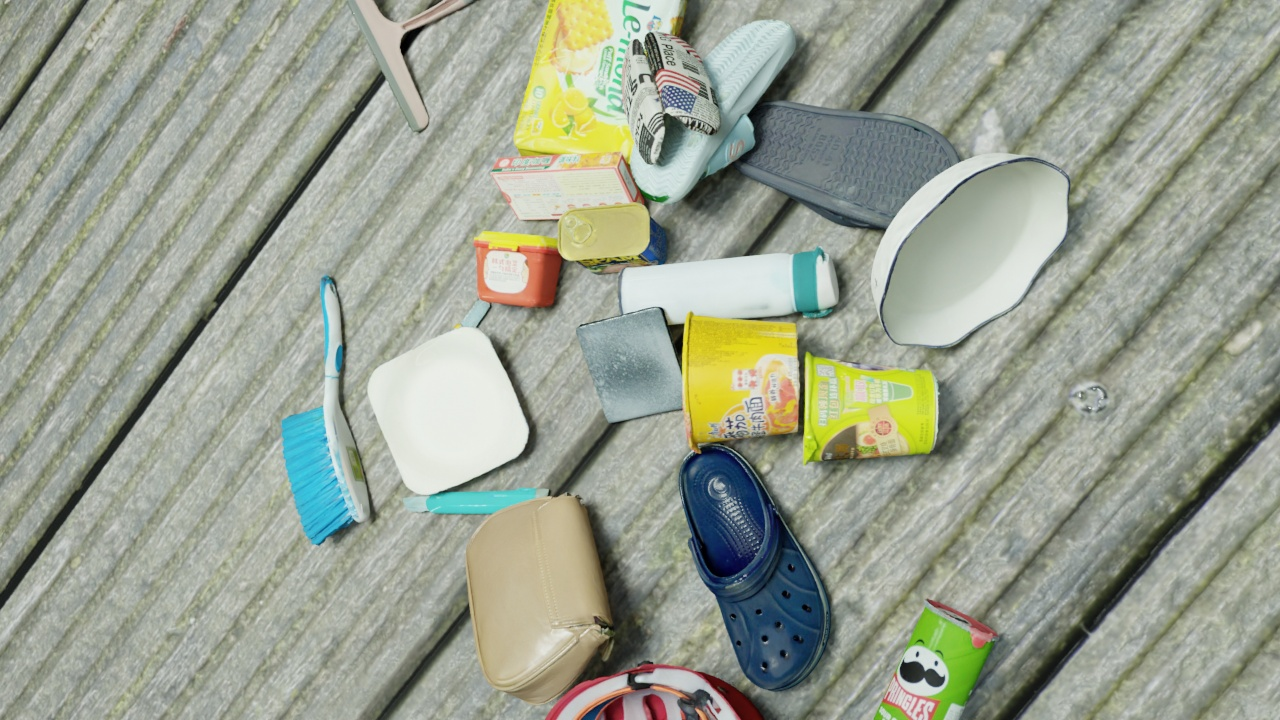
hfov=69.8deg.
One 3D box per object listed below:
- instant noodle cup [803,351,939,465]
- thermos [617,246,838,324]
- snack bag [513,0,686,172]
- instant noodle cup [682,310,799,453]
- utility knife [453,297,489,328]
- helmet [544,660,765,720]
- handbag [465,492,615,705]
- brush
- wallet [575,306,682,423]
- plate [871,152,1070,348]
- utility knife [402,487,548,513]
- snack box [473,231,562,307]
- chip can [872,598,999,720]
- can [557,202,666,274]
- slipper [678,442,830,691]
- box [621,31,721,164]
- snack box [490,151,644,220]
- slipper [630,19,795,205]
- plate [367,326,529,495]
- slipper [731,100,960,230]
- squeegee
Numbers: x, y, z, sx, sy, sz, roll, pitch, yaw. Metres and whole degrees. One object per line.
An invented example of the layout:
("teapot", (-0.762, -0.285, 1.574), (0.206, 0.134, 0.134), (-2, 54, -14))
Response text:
("instant noodle cup", (0.221, 0.048, 0.888), (0.123, 0.111, 0.111), (1, 83, 10))
("thermos", (0.092, -0.072, 0.961), (0.224, 0.073, 0.073), (-4, 82, 16))
("snack bag", (-0.040, -0.323, 1.031), (0.158, 0.068, 0.246), (13, 87, 19))
("instant noodle cup", (0.102, 0.018, 0.916), (0.110, 0.138, 0.138), (0, 83, 8))
("utility knife", (-0.237, 0.003, 1.078), (0.033, 0.015, 0.202), (37, 94, 15))
("helmet", (0.029, 0.397, 0.884), (0.241, 0.143, 0.206), (-3, 75, 34))
("handbag", (-0.101, 0.241, 0.945), (0.148, 0.100, 0.204), (-32, 46, 16))
("brush", (-0.381, 0.055, 1.101), (0.109, 0.060, 0.314), (-23, 75, 8))
("wallet", (-0.006, 0.006, 0.977), (0.097, 0.019, 0.121), (-13, 112, 14))
("plate", (0.297, -0.102, 0.841), (0.205, 0.205, 0.045), (-41, 47, 8))
("utility knife", (-0.189, 0.160, 1.045), (0.183, 0.013, 0.029), (-3, 79, 16))
("snack box", (-0.138, -0.101, 1.029), (0.091, 0.082, 0.080), (8, 95, 19))
("chip can", (0.252, 0.345, 0.855), (0.072, 0.072, 0.236), (24, 91, 18))
("can", (-0.027, -0.129, 0.994), (0.102, 0.083, 0.057), (-3, 82, 17))
("slipper", (0.108, 0.198, 0.909), (0.105, 0.095, 0.252), (-25, 73, 15))
("box", (0.029, -0.266, 0.918), (0.086, 0.076, 0.162), (-2, 48, -9))
("snack box", (-0.081, -0.191, 1.012), (0.156, 0.077, 0.027), (3, 57, 24))
("slipper", (0.081, -0.257, 0.962), (0.104, 0.074, 0.245), (25, 73, 44))
("plate", (-0.216, 0.057, 1.046), (0.164, 0.034, 0.164), (-24, 86, 9))
("slipper", (0.212, -0.195, 0.938), (0.268, 0.083, 0.110), (28, 90, 37))
("squeegee", (-0.222, -0.443, 1.118), (0.250, 0.040, 0.247), (-26, 92, 7))
